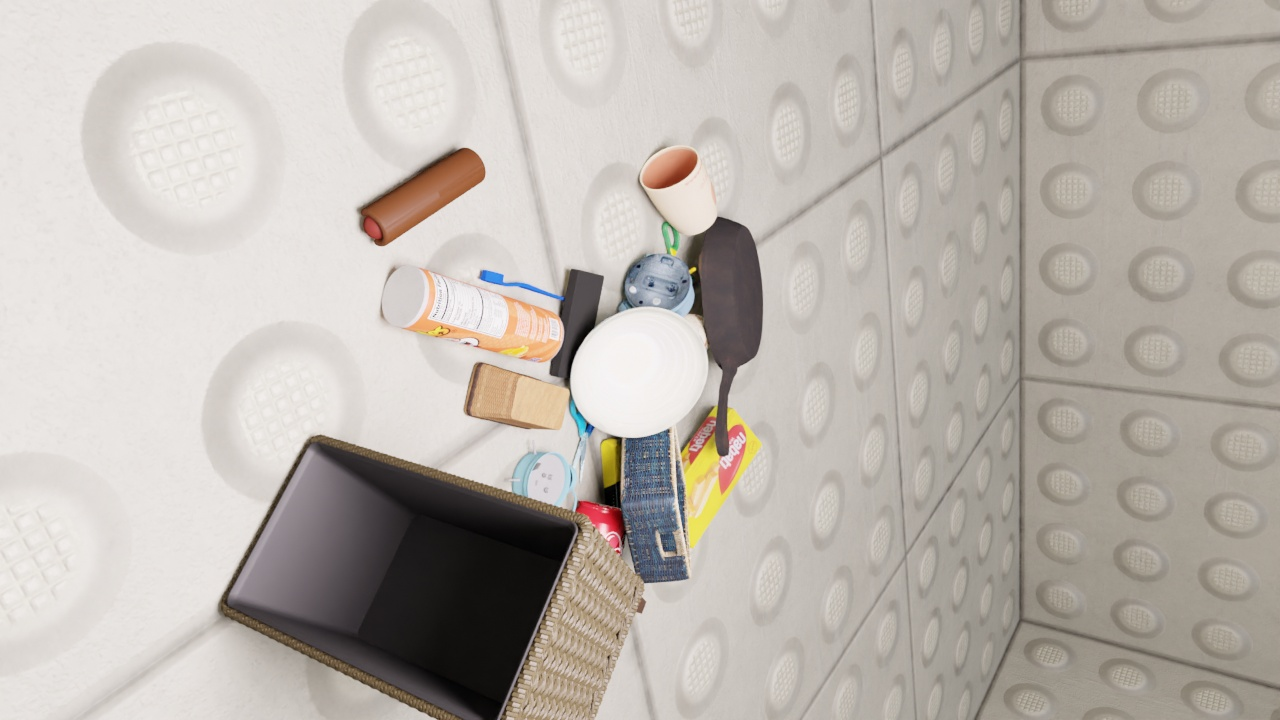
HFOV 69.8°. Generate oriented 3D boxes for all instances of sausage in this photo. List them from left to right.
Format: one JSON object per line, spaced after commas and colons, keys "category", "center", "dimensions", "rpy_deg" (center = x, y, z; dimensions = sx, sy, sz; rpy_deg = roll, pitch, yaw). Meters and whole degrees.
{"category": "sausage", "center": [-0.214, -0.165, 0.913], "dimensions": [0.155, 0.040, 0.040], "rpy_deg": [-45, 131, -38]}

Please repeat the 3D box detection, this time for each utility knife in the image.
{"category": "utility knife", "center": [-0.036, 0.187, 1.238], "dimensions": [0.020, 0.029, 0.171], "rpy_deg": [-18, 112, -45]}

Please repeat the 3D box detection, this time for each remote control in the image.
{"category": "remote control", "center": [-0.078, -0.044, 1.134], "dimensions": [0.058, 0.013, 0.133], "rpy_deg": [7, 96, -58]}

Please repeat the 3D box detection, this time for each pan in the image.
{"category": "pan", "center": [0.137, -0.037, 1.330], "dimensions": [0.248, 0.043, 0.355], "rpy_deg": [41, 50, -64]}

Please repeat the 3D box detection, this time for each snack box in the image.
{"category": "snack box", "center": [0.095, 0.170, 1.359], "dimensions": [0.200, 0.042, 0.092], "rpy_deg": [-52, 122, -21]}

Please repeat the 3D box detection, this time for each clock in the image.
{"category": "clock", "center": [-0.110, 0.158, 1.117], "dimensions": [0.087, 0.042, 0.123], "rpy_deg": [-59, 137, -28]}
{"category": "clock", "center": [0.022, -0.080, 1.210], "dimensions": [0.124, 0.089, 0.052], "rpy_deg": [-66, 159, -16]}

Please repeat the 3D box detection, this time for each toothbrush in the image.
{"category": "toothbrush", "center": [-0.121, -0.083, 1.079], "dimensions": [0.186, 0.017, 0.011], "rpy_deg": [11, 87, -56]}

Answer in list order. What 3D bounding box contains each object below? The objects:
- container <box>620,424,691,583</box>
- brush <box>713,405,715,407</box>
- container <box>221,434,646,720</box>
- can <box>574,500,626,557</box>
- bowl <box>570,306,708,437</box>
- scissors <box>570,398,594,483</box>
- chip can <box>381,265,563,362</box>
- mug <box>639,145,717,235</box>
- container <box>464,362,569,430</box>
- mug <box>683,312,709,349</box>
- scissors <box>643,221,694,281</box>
{"category": "container", "center": [0.019, 0.174, 1.192], "dimensions": [0.187, 0.071, 0.145], "rpy_deg": [-90, 171, -56]}
{"category": "brush", "center": [0.122, 0.132, 1.432], "dimensions": [0.049, 0.039, 0.117], "rpy_deg": [27, 79, -54]}
{"category": "container", "center": [-0.166, 0.215, 0.830], "dimensions": [0.205, 0.321, 0.176], "rpy_deg": [51, 56, -53]}
{"category": "can", "center": [-0.064, 0.256, 1.172], "dimensions": [0.074, 0.074, 0.142], "rpy_deg": [20, 80, -54]}
{"category": "bowl", "center": [-0.007, 0.007, 1.161], "dimensions": [0.176, 0.057, 0.177], "rpy_deg": [-6, 115, -13]}
{"category": "scissors", "center": [-0.065, 0.101, 1.192], "dimensions": [0.086, 0.016, 0.135], "rpy_deg": [-8, 105, -54]}
{"category": "chip can", "center": [-0.171, -0.045, 0.975], "dimensions": [0.210, 0.062, 0.062], "rpy_deg": [17, 83, -54]}
{"category": "mug", "center": [0.057, -0.236, 1.246], "dimensions": [0.104, 0.085, 0.111], "rpy_deg": [54, 24, -46]}
{"category": "container", "center": [-0.135, 0.045, 1.043], "dimensions": [0.114, 0.061, 0.063], "rpy_deg": [21, 80, -54]}
{"category": "mug", "center": [0.050, -0.051, 1.280], "dimensions": [0.097, 0.081, 0.122], "rpy_deg": [-17, 94, -59]}
{"category": "scissors", "center": [0.040, -0.128, 1.290], "dimensions": [0.119, 0.012, 0.129], "rpy_deg": [-37, 124, -43]}
